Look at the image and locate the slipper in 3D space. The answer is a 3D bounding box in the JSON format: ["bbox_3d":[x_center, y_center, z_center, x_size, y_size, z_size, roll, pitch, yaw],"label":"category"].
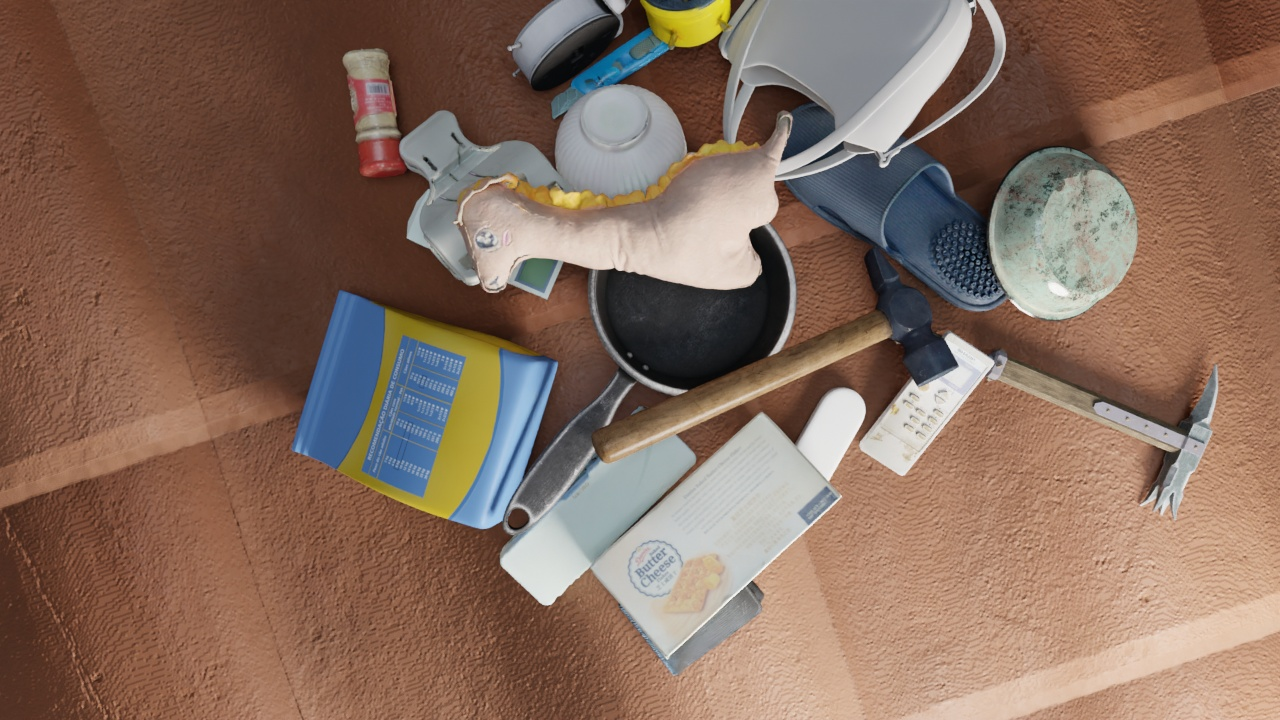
[{"bbox_3d":[0.237,-0.142,0.814,0.263,0.082,0.101,37,89,-4],"label":"slipper"}]

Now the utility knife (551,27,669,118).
[{"bbox_3d":[-0.008,-0.274,0.834,0.179,0.015,0.031,-34,82,2],"label":"utility knife"}]

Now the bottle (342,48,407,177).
[{"bbox_3d":[-0.237,-0.220,0.818,0.044,0.044,0.109,-9,93,-1],"label":"bottle"}]

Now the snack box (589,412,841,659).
[{"bbox_3d":[0.067,0.153,0.818,0.208,0.057,0.104,-42,80,-4],"label":"snack box"}]

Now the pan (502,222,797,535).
[{"bbox_3d":[-0.005,0.005,0.805,0.187,0.055,0.356,39,82,-4],"label":"pan"}]

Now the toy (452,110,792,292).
[{"bbox_3d":[-0.013,-0.133,0.749,0.264,0.065,0.196,10,104,-16],"label":"toy"}]

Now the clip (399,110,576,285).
[{"bbox_3d":[-0.143,-0.143,0.804,0.126,0.097,0.152,-41,68,-11],"label":"clip"}]

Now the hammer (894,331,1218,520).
[{"bbox_3d":[0.380,0.020,0.853,0.317,0.028,0.147,22,93,-3],"label":"hammer"}]

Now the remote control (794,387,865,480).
[{"bbox_3d":[0.165,0.087,0.860,0.043,0.013,0.136,29,92,-3],"label":"remote control"}]

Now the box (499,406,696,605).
[{"bbox_3d":[-0.038,0.135,0.843,0.083,0.066,0.199,44,90,15],"label":"box"}]

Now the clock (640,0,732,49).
[{"bbox_3d":[0.037,-0.332,0.803,0.083,0.057,0.118,-17,68,4],"label":"clock"}]

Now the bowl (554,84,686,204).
[{"bbox_3d":[-0.020,-0.194,0.794,0.118,0.062,0.118,-2,70,4],"label":"bowl"}]

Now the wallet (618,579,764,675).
[{"bbox_3d":[0.049,0.228,0.860,0.115,0.026,0.089,-39,95,1],"label":"wallet"}]

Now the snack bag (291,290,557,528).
[{"bbox_3d":[-0.196,0.040,0.812,0.205,0.102,0.159,18,93,8],"label":"snack bag"}]

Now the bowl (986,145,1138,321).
[{"bbox_3d":[0.384,-0.114,0.816,0.157,0.038,0.157,-1,95,-19],"label":"bowl"}]

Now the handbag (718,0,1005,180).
[{"bbox_3d":[0.160,-0.243,0.776,0.216,0.095,0.223,42,98,25],"label":"handbag"}]

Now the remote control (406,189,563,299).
[{"bbox_3d":[-0.140,-0.106,0.835,0.143,0.024,0.049,23,88,-2],"label":"remote control"}]

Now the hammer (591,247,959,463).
[{"bbox_3d":[0.107,0.011,0.788,0.321,0.040,0.129,-23,78,-11],"label":"hammer"}]

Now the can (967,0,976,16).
[{"bbox_3d":[0.258,-0.309,0.828,0.080,0.031,0.031,-24,94,0],"label":"can"}]

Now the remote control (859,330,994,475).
[{"bbox_3d":[0.261,0.041,0.843,0.050,0.011,0.136,33,107,-3],"label":"remote control"}]

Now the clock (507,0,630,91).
[{"bbox_3d":[-0.056,-0.284,0.793,0.122,0.094,0.035,-37,90,-5],"label":"clock"}]
